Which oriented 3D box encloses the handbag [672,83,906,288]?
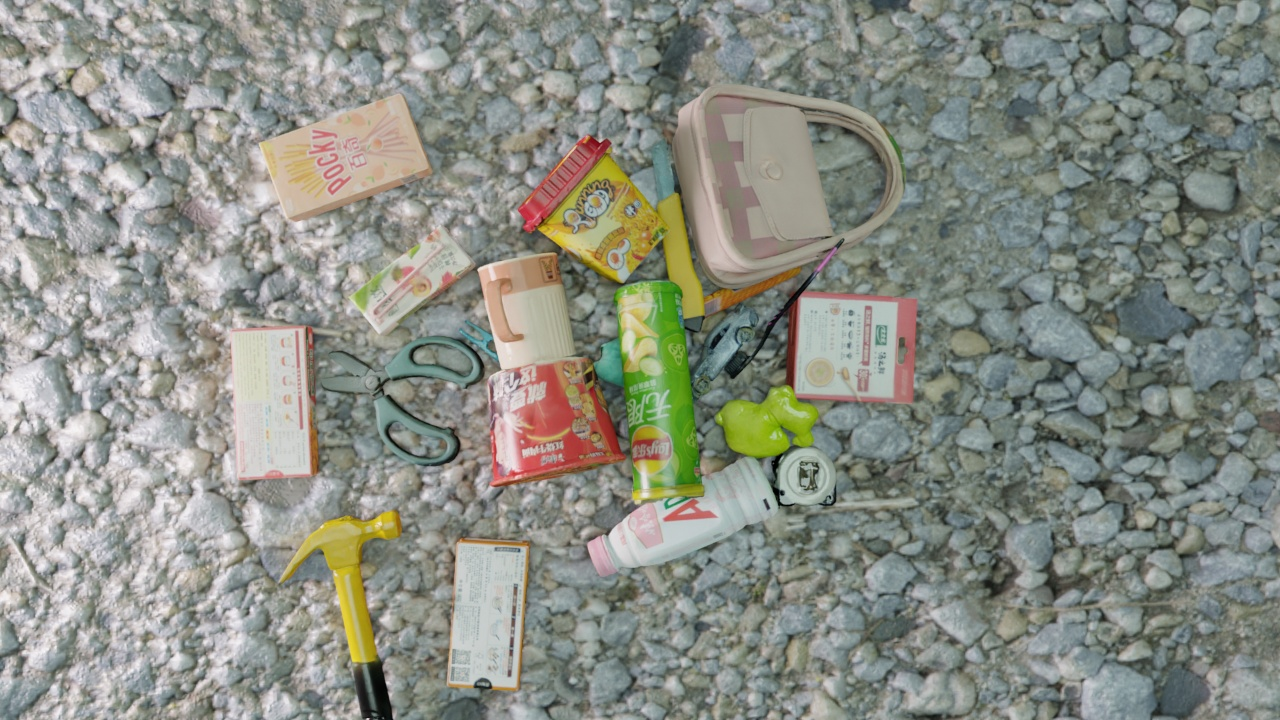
[{"bbox_3d":[0.160,-0.187,0.947,0.234,0.093,0.193,-10,83,-11],"label":"handbag"}]

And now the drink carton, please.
[{"bbox_3d":[-0.235,-0.082,0.947,0.122,0.045,0.053,-38,93,-2],"label":"drink carton"}]

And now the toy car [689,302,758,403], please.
[{"bbox_3d":[0.079,-0.007,0.959,0.037,0.054,0.120,36,89,-5],"label":"toy car"}]

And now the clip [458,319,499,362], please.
[{"bbox_3d":[-0.166,-0.022,0.967,0.057,0.014,0.047,36,90,-1],"label":"clip"}]

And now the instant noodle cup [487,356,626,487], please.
[{"bbox_3d":[-0.092,0.061,0.915,0.138,0.138,0.108,-11,82,-3],"label":"instant noodle cup"}]

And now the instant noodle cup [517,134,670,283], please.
[{"bbox_3d":[-0.045,-0.147,0.931,0.123,0.116,0.116,42,87,-14],"label":"instant noodle cup"}]

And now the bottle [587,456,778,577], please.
[{"bbox_3d":[0.042,0.168,0.952,0.197,0.068,0.068,-24,91,0],"label":"bottle"}]

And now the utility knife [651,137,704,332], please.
[{"bbox_3d":[0.038,-0.133,0.969,0.033,0.015,0.216,-9,82,1],"label":"utility knife"}]

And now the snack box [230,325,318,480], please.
[{"bbox_3d":[-0.378,0.043,0.949,0.077,0.027,0.155,-2,90,-3],"label":"snack box"}]

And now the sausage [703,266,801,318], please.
[{"bbox_3d":[0.100,-0.071,0.977,0.165,0.021,0.021,-25,91,-3],"label":"sausage"}]

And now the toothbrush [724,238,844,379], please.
[{"bbox_3d":[0.147,-0.054,0.950,0.018,0.014,0.190,40,112,8],"label":"toothbrush"}]

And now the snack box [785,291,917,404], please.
[{"bbox_3d":[0.222,-0.013,0.971,0.127,0.044,0.113,3,89,-2],"label":"snack box"}]

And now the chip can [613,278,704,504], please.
[{"bbox_3d":[0.017,0.029,0.915,0.072,0.072,0.221,-6,81,-3],"label":"chip can"}]

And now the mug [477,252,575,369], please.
[{"bbox_3d":[-0.119,-0.048,0.921,0.082,0.114,0.106,-11,93,17],"label":"mug"}]

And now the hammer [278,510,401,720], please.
[{"bbox_3d":[-0.285,0.310,0.950,0.129,0.033,0.300,-12,90,-3],"label":"hammer"}]

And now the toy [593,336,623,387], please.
[{"bbox_3d":[-0.006,0.006,0.967,0.092,0.030,0.096,19,86,-6],"label":"toy"}]

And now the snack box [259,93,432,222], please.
[{"bbox_3d":[-0.305,-0.210,0.954,0.157,0.026,0.084,-21,91,-3],"label":"snack box"}]

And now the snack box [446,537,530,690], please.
[{"bbox_3d":[-0.158,0.264,0.960,0.075,0.026,0.153,4,89,-2],"label":"snack box"}]

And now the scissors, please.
[{"bbox_3d":[-0.250,0.048,0.960,0.177,0.019,0.171,-3,91,-4],"label":"scissors"}]

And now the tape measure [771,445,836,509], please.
[{"bbox_3d":[0.173,0.122,0.974,0.065,0.033,0.066,-3,90,-5],"label":"tape measure"}]

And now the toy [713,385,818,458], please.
[{"bbox_3d":[0.131,0.068,0.956,0.096,0.031,0.100,38,119,2],"label":"toy"}]
